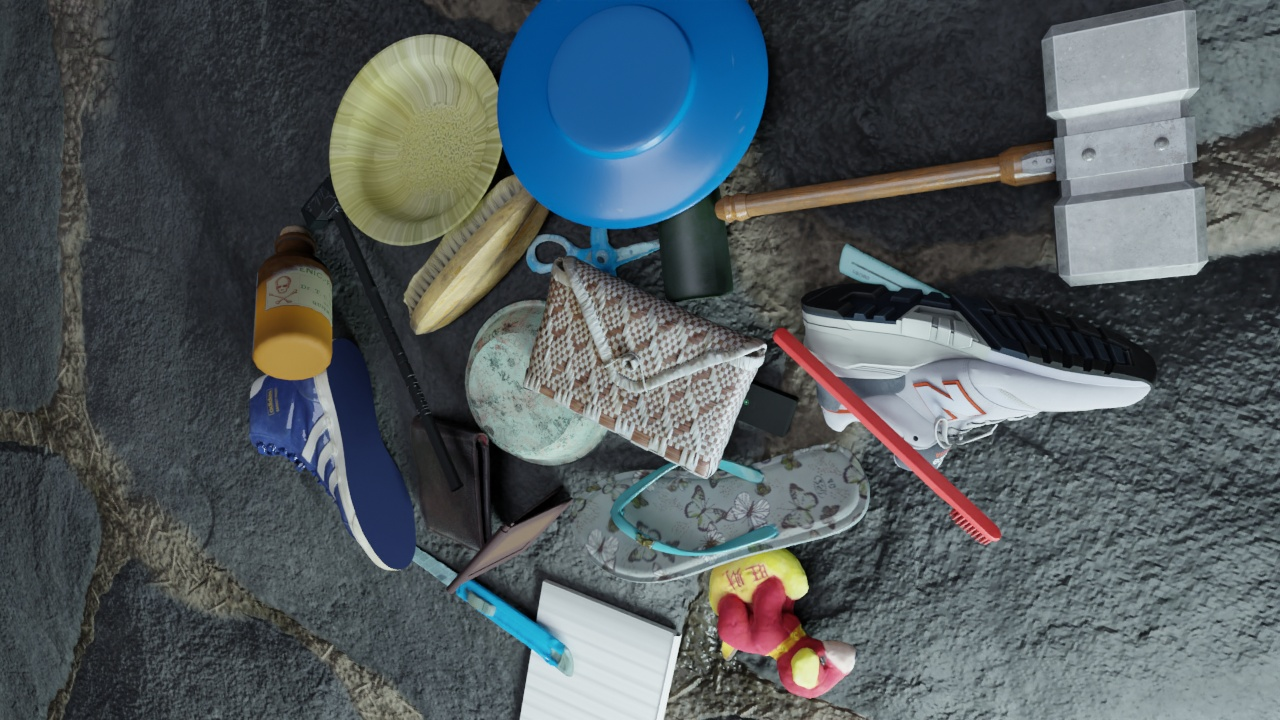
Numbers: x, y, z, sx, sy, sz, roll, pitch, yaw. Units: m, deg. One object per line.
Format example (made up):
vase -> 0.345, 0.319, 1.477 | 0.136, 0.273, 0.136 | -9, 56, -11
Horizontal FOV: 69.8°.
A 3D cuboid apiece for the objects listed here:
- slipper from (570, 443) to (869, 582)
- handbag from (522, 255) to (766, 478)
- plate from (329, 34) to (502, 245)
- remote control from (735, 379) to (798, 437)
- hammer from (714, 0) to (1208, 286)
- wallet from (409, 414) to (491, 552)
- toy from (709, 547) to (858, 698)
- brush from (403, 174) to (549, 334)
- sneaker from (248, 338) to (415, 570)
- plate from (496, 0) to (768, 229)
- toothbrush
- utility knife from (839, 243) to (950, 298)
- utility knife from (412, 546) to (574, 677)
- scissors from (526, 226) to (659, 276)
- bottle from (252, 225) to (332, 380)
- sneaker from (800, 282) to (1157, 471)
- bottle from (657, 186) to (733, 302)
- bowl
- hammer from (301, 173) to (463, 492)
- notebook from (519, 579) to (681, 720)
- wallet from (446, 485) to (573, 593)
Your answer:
slipper -> 0.053, 0.129, 0.760 | 0.269, 0.054, 0.098 | -12, 73, 23
handbag -> -0.004, 0.004, 0.730 | 0.186, 0.046, 0.124 | 26, 118, 15
plate -> -0.191, -0.190, 0.812 | 0.185, 0.036, 0.184 | -2, 86, 24
remote control -> 0.058, 0.021, 0.773 | 0.150, 0.013, 0.034 | 22, 108, 18
hammer -> 0.203, -0.127, 0.642 | 0.318, 0.082, 0.163 | -5, 99, 24
wallet -> -0.177, 0.116, 0.871 | 0.099, 0.031, 0.120 | 12, 109, 43
toy -> 0.109, 0.221, 0.768 | 0.106, 0.067, 0.137 | -42, 76, 22
brush -> -0.148, -0.093, 0.813 | 0.196, 0.059, 0.043 | -43, 70, 27
sneaker -> -0.315, 0.105, 0.907 | 0.119, 0.091, 0.233 | -14, 94, 20
plate -> -0.014, -0.215, 0.713 | 0.225, 0.024, 0.224 | -2, 84, 18
toothbrush -> 0.173, 0.054, 0.662 | 0.212, 0.012, 0.018 | 44, 146, 10
utility knife -> 0.225, -0.042, 0.690 | 0.166, 0.015, 0.022 | 28, 110, 12
utility knife -> -0.153, 0.241, 0.906 | 0.222, 0.015, 0.031 | 28, 107, 22
scissors -> -0.036, -0.078, 0.796 | 0.134, 0.011, 0.139 | -12, 96, 23
bottle -> -0.327, -0.062, 0.866 | 0.068, 0.067, 0.156 | -32, 51, 25
sneaker -> 0.229, 0.024, 0.665 | 0.240, 0.088, 0.124 | 16, 121, 27
bottle -> 0.037, -0.135, 0.729 | 0.055, 0.055, 0.174 | -6, 93, 24
bowl -> -0.099, 0.025, 0.827 | 0.158, 0.038, 0.157 | 5, 103, 22
hammer -> -0.227, -0.032, 0.839 | 0.095, 0.015, 0.324 | -36, 73, 34
notebook -> -0.046, 0.329, 0.884 | 0.143, 0.009, 0.210 | 16, 107, 20
wallet -> -0.114, 0.159, 0.819 | 0.018, 0.115, 0.092 | 46, 114, 10
